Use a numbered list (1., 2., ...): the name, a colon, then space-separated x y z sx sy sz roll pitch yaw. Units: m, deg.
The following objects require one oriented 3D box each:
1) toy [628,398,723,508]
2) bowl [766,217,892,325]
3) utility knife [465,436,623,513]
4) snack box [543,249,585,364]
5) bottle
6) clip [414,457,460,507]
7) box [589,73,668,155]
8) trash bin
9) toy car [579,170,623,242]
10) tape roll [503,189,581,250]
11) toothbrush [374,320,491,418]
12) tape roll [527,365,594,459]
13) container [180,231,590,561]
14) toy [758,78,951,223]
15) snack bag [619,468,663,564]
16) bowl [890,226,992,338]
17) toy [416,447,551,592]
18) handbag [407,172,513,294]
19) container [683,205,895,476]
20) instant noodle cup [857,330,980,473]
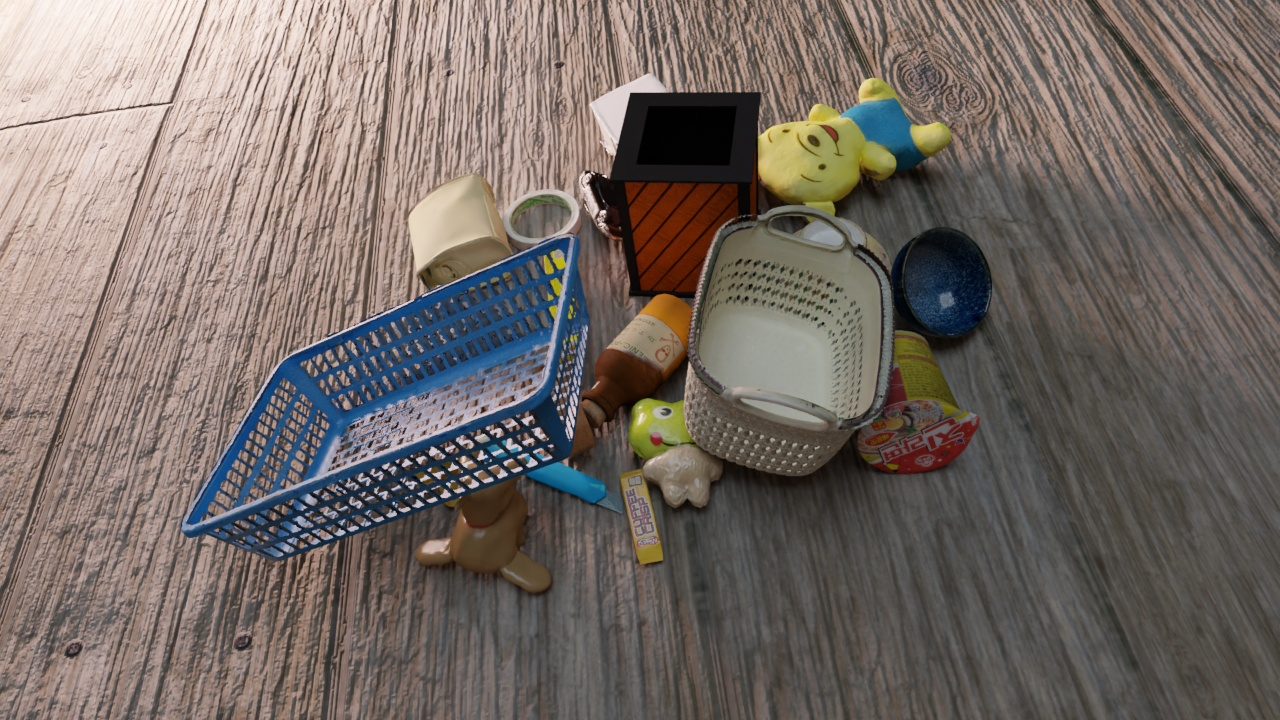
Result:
1. toy: 0.036 0.087 0.879 0.092 0.043 0.117 0 55 -10
2. bowl: 0.208 -0.109 0.996 0.145 0.063 0.145 -3 53 4
3. utility knife: -0.092 0.111 0.899 0.175 0.015 0.031 20 61 20
4. snack box: -0.086 -0.064 1.016 0.029 0.040 0.147 -11 52 0
5. bottle: -0.006 0.005 0.935 0.068 0.068 0.156 29 61 26
6. clip: -0.191 0.119 0.900 0.054 0.048 0.046 -24 28 -12
7. box: 0.003 -0.291 1.184 0.102 0.095 0.107 -29 48 0
8. trash bin: 0.057 -0.177 1.000 0.140 0.172 0.139 3 53 10
9. toy car: -0.043 -0.182 1.101 0.048 0.041 0.112 8 48 -38
10. tape roll: -0.119 -0.170 1.117 0.094 0.018 0.093 -4 53 5
11. toothbrush: -0.225 0.007 0.999 0.013 0.013 0.167 26 60 34
12. tape roll: -0.078 0.049 0.895 0.027 0.094 0.094 -26 54 -13
13. container: -0.205 0.041 0.831 0.363 0.089 0.256 -21 32 17
14. toy: 0.235 -0.245 1.086 0.213 0.084 0.149 -27 57 -10
15. snack bag: 0.000 0.143 0.858 0.026 0.020 0.099 -13 52 -1
16. bowl: 0.299 -0.077 0.951 0.114 0.061 0.114 2 84 -24
17. toy: -0.140 0.140 0.831 0.134 0.108 0.105 10 32 15
18. handbag: -0.213 -0.145 1.076 0.111 0.081 0.119 -21 54 0
19. container: 0.133 -0.013 0.861 0.185 0.143 0.250 15 49 1
20. instant noodle cup: 0.248 0.034 0.868 0.100 0.100 0.112 -4 44 5
